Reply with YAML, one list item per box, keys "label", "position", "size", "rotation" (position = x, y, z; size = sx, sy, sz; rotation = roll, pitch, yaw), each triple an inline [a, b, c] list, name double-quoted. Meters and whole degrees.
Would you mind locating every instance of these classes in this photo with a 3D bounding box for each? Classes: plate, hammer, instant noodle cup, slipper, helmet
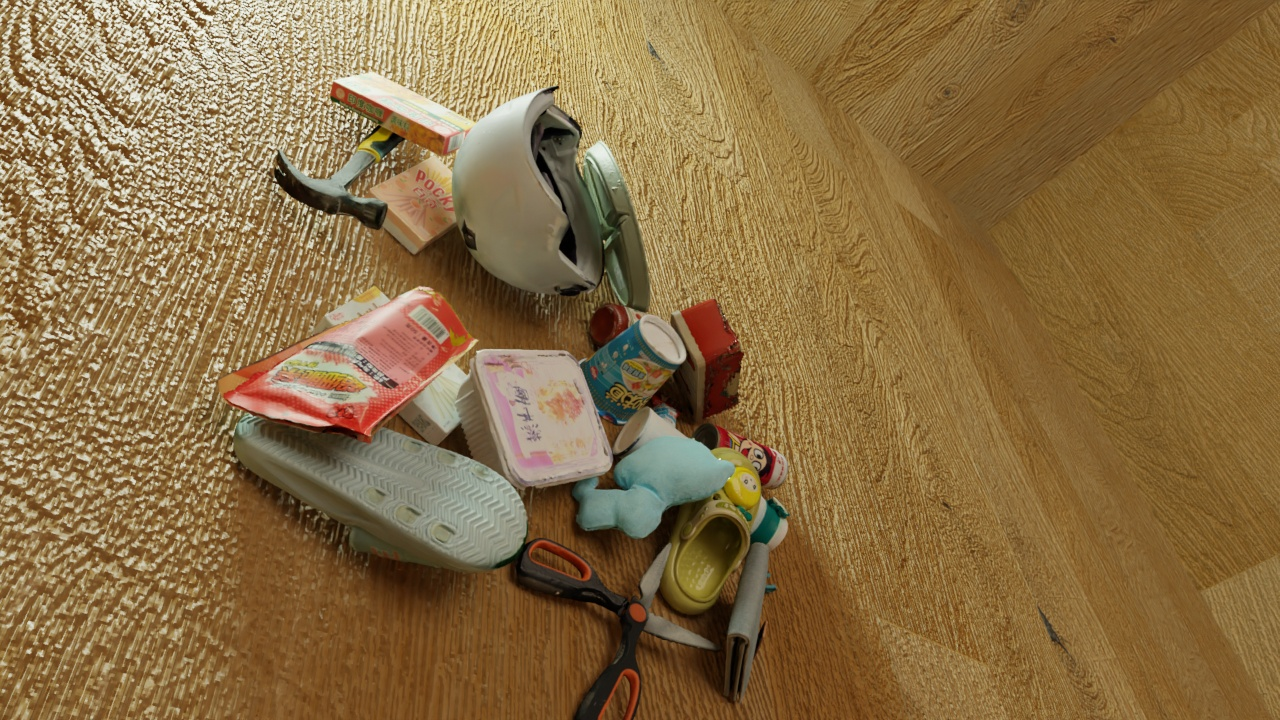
- label: "plate"
  position: [-0.034, -0.169, 1.193]
  size: [0.230, 0.027, 0.230]
  rotation: [163, -89, -82]
- label: "hammer"
  position: [-0.306, -0.239, 1.038]
  size: [0.126, 0.032, 0.322]
  rotation: [19, 31, -7]
- label: "instant noodle cup"
  position: [-0.006, 0.006, 1.080]
  size: [0.099, 0.110, 0.099]
  rotation: [33, 33, -25]
- label: "slipper"
  position: [-0.210, 0.110, 0.740]
  size: [0.245, 0.074, 0.103]
  rotation: [25, 32, -5]
- label: "instant noodle cup"
  position: [-0.110, 0.062, 0.904]
  size: [0.173, 0.060, 0.138]
  rotation: [-1, 68, -59]
- label: "slipper"
  position: [0.087, 0.179, 0.971]
  size: [0.091, 0.082, 0.190]
  rotation: [38, 60, -19]
- label: "helmet"
  position: [-0.136, -0.179, 1.072]
  size: [0.259, 0.146, 0.228]
  rotation: [57, 25, -72]

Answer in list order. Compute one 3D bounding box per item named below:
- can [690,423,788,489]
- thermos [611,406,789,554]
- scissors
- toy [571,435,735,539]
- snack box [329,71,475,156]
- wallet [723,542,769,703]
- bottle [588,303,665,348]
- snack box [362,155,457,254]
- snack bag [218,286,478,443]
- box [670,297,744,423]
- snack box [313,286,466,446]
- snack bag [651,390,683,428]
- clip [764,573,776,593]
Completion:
- label: "can"
  position: [0.127, 0.124, 1.168]
  size: [0.132, 0.053, 0.053]
  rotation: [24, 37, -34]
- label: "thermos"
  position: [0.076, 0.142, 1.059]
  size: [0.224, 0.073, 0.073]
  rotation: [38, 31, -16]
- label: "scissors"
  position: [-0.024, 0.238, 0.850]
  size: [0.221, 0.022, 0.229]
  rotation: [39, 39, -5]
- label: "toy"
  position: [0.014, 0.126, 0.952]
  size: [0.155, 0.161, 0.050]
  rotation: [-67, 156, -47]
- label: "snack box"
  position: [-0.277, -0.292, 1.081]
  size: [0.156, 0.027, 0.076]
  rotation: [28, 32, 8]
- label: "wallet"
  position: [0.112, 0.270, 0.943]
  size: [0.037, 0.107, 0.129]
  rotation: [9, 33, 12]
- label: "bottle"
  position: [0.024, -0.026, 1.206]
  size: [0.205, 0.060, 0.059]
  rotation: [15, 43, -43]
- label: "snack box"
  position: [-0.252, -0.184, 1.072]
  size: [0.084, 0.026, 0.156]
  rotation: [44, 31, -7]
- label: "snack bag"
  position: [-0.230, 0.004, 0.768]
  size: [0.129, 0.073, 0.207]
  rotation: [19, 28, 11]
- label: "box"
  position: [0.089, 0.001, 1.149]
  size: [0.168, 0.077, 0.091]
  rotation: [84, -18, -61]
- label: "snack box"
  position: [-0.228, 0.004, 0.882]
  size: [0.157, 0.027, 0.084]
  rotation: [45, 30, -5]
- label: "snack bag"
  position: [0.028, 0.082, 1.120]
  size: [0.048, 0.026, 0.104]
  rotation: [30, 33, -12]
- label: "clip"
  position: [0.136, 0.259, 1.063]
  size: [0.057, 0.014, 0.046]
  rotation: [12, 47, -44]
